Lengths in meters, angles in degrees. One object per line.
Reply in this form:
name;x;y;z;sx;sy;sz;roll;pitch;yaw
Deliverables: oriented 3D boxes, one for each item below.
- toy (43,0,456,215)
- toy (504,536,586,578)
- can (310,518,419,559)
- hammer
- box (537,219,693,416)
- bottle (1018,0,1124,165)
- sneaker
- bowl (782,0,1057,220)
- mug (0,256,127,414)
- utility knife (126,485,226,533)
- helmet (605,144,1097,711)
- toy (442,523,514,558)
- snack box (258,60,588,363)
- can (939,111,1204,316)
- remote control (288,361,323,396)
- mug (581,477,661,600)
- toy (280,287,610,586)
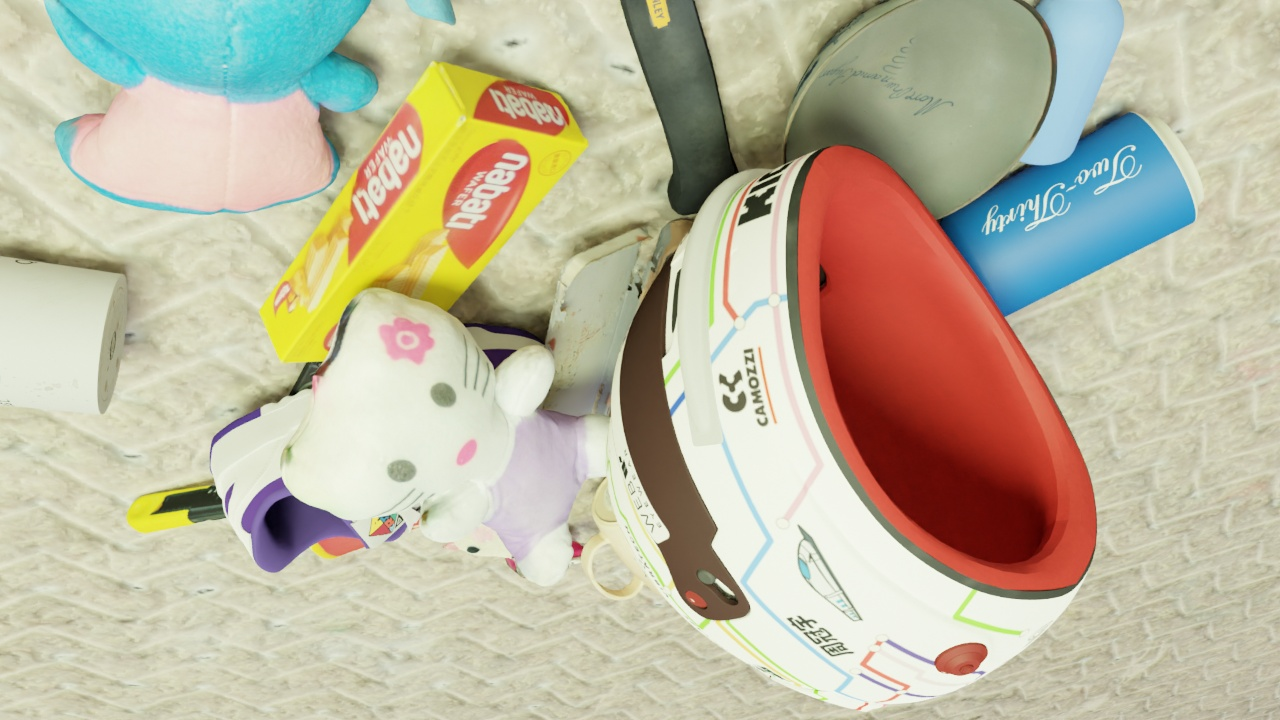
toy;-0.199;-0.141;0.402;0.223;0.098;0.192;-1;144;-30
toy;-0.081;0.166;0.815;0.065;0.050;0.103;-8;175;-23
can;-0.194;0.101;0.700;0.124;0.066;0.067;-21;138;9
hammer;-0.004;-0.191;0.444;0.139;0.035;0.313;-18;139;4
box;-0.005;0.001;0.637;0.156;0.071;0.217;-16;144;-29
bottle;0.237;-0.175;0.507;0.048;0.048;0.131;-7;139;-6
sneaker;-0.163;0.062;0.611;0.244;0.111;0.092;-23;143;-5
bowl;0.146;-0.146;0.510;0.150;0.056;0.151;-6;139;-6
mug;-0.359;-0.011;0.534;0.096;0.083;0.120;8;163;-22
utility knife;-0.277;0.098;0.682;0.234;0.028;0.020;-11;143;11
helmet;0.093;0.053;0.524;0.237;0.230;0.314;-23;114;46
toy;-0.117;0.135;0.762;0.087;0.050;0.113;18;133;-37
snack box;-0.125;-0.073;0.514;0.201;0.042;0.092;-43;157;31
can;0.268;-0.090;0.587;0.146;0.078;0.079;-29;136;19
remote control;-0.226;0.028;0.645;0.045;0.021;0.141;12;131;-39
mug;0.000;0.152;0.782;0.111;0.085;0.104;-44;126;-8
toy;-0.105;0.045;0.546;0.209;0.085;0.137;33;85;-39
